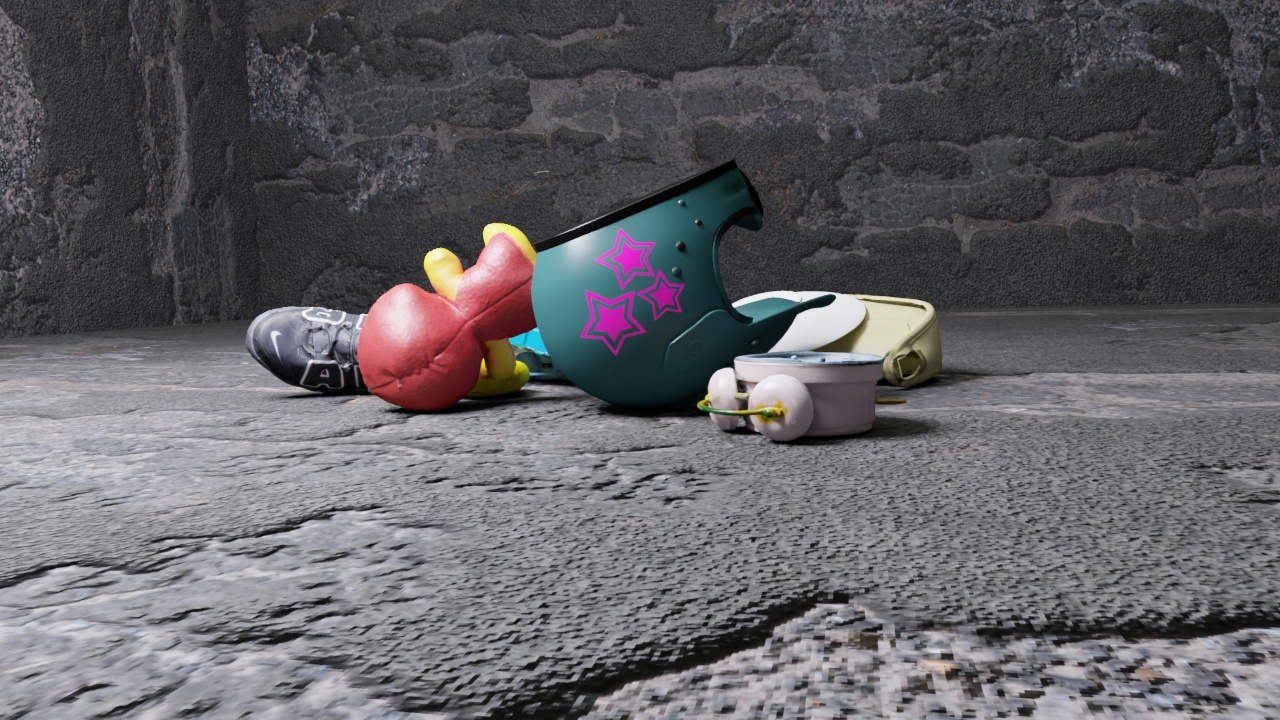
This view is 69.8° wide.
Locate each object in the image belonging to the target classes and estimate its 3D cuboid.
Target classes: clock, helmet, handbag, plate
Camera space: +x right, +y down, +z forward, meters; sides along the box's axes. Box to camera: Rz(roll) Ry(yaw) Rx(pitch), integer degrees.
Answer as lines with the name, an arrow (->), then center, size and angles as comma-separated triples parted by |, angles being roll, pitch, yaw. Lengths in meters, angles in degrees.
clock -> -0.111, 0.008, 1.140 | 0.087, 0.042, 0.123 | 0, 11, 12
helmet -> 0.037, -0.060, 0.874 | 0.274, 0.200, 0.177 | -26, 11, -17
handbag -> 0.247, -0.014, 1.082 | 0.233, 0.088, 0.190 | 4, 22, 43
plate -> 0.147, -0.053, 1.084 | 0.229, 0.030, 0.229 | -13, 19, 4
clock -> 0.119, 0.027, 0.723 | 0.157, 0.059, 0.117 | -5, 5, -33

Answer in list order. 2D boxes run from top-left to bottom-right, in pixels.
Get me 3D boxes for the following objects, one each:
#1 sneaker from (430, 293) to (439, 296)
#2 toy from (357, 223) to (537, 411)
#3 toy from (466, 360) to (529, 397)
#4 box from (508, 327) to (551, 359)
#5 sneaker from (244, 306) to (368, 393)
sneaker -> -0.343, -0.027, 1.414 | 0.116, 0.091, 0.242 | 2, -16, -21
toy -> -0.179, -0.037, 0.906 | 0.216, 0.147, 0.099 | -39, 6, -18
toy -> -0.168, 0.018, 1.001 | 0.095, 0.041, 0.094 | -4, 1, -23
box -> -0.073, -0.035, 1.095 | 0.244, 0.070, 0.170 | 19, 36, 25
sneaker -> -0.295, -0.010, 1.016 | 0.252, 0.097, 0.151 | 2, 0, -32
